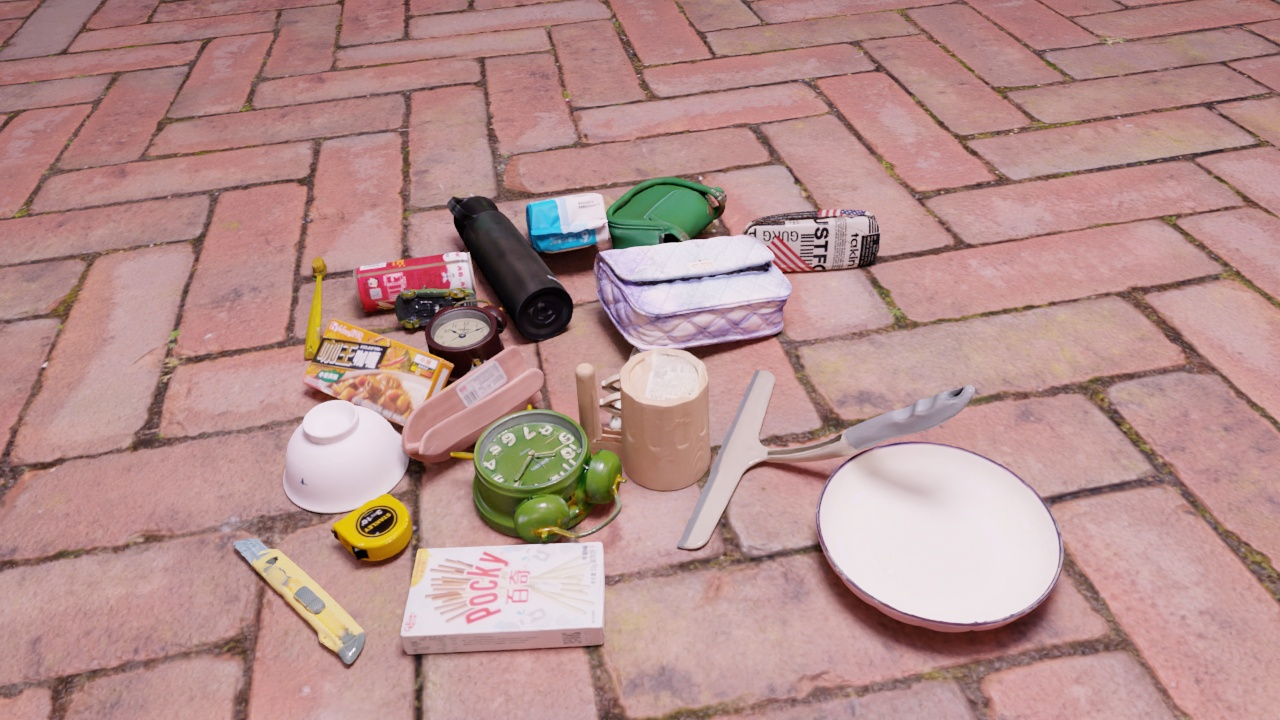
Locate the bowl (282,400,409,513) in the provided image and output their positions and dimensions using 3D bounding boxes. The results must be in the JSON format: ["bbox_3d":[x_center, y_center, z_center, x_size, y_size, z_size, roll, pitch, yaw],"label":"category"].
[{"bbox_3d":[-0.280,0.077,0.853,0.118,0.065,0.118,-2,40,1],"label":"bowl"}]

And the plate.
[{"bbox_3d":[0.240,0.146,0.752,0.192,0.039,0.192,-2,39,2],"label":"plate"}]

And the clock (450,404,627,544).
[{"bbox_3d":[-0.083,0.104,0.812,0.115,0.056,0.161,-34,48,-30],"label":"clock"}]

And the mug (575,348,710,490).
[{"bbox_3d":[0.003,0.050,0.835,0.125,0.104,0.084,8,41,12],"label":"mug"}]

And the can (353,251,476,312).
[{"bbox_3d":[-0.260,-0.092,1.064,0.132,0.053,0.053,-10,40,-8],"label":"can"}]

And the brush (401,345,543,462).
[{"bbox_3d":[-0.162,0.047,0.872,0.145,0.063,0.073,-34,21,-29],"label":"brush"}]

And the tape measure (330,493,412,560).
[{"bbox_3d":[-0.226,0.147,0.792,0.057,0.029,0.059,28,49,34],"label":"tape measure"}]

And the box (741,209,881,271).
[{"bbox_3d":[0.201,-0.153,1.097,0.163,0.075,0.077,-4,34,3],"label":"box"}]

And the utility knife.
[{"bbox_3d":[-0.282,0.192,0.757,0.178,0.019,0.030,24,40,35],"label":"utility knife"}]

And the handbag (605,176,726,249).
[{"bbox_3d":[0.030,-0.170,1.110,0.120,0.068,0.131,4,35,33],"label":"handbag"}]

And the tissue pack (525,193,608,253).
[{"bbox_3d":[-0.091,-0.165,1.108,0.090,0.063,0.140,-10,12,-8],"label":"tissue pack"}]

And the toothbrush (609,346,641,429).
[{"bbox_3d":[-0.006,0.006,0.958,0.029,0.020,0.189,1,40,15],"label":"toothbrush"}]

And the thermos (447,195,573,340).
[{"bbox_3d":[-0.164,-0.119,1.069,0.068,0.090,0.242,-51,45,11],"label":"thermos"}]

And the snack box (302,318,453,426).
[{"bbox_3d":[-0.266,0.014,0.927,0.154,0.026,0.075,19,82,26],"label":"snack box"}]

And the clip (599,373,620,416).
[{"bbox_3d":[0.009,0.032,0.888,0.097,0.060,0.034,2,44,5],"label":"clip"}]

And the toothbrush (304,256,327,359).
[{"bbox_3d":[-0.379,-0.065,1.068,0.015,0.017,0.190,-10,40,-7],"label":"toothbrush"}]

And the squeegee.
[{"bbox_3d":[0.177,0.065,0.800,0.247,0.039,0.245,-19,27,37],"label":"squeegee"}]

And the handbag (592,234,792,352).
[{"bbox_3d":[0.060,-0.080,0.991,0.193,0.076,0.134,-10,40,-24],"label":"handbag"}]

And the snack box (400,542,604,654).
[{"bbox_3d":[-0.107,0.189,0.735,0.157,0.027,0.084,-2,40,0],"label":"snack box"}]

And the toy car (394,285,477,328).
[{"bbox_3d":[-0.230,-0.061,1.033,0.091,0.043,0.036,-3,24,-12],"label":"toy car"}]

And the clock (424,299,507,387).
[{"bbox_3d":[-0.185,-0.023,0.974,0.082,0.055,0.121,-1,42,3],"label":"clock"}]
